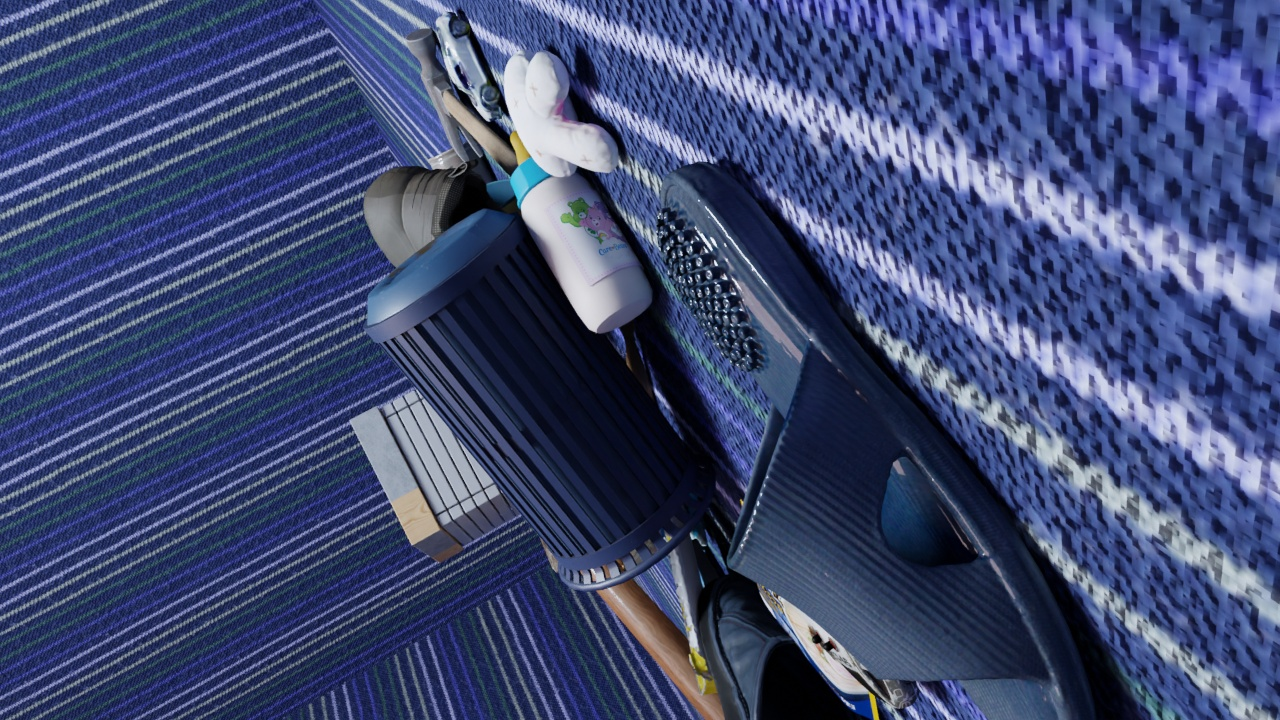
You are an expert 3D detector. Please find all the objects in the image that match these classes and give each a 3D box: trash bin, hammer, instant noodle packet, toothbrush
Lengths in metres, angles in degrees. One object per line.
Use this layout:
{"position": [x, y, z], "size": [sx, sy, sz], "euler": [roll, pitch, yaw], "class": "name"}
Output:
{"position": [-0.148, 0.083, 0.981], "size": [0.142, 0.246, 0.143], "euler": [58, 169, 16], "class": "trash bin"}
{"position": [0.006, 0.249, 0.861], "size": [0.301, 0.037, 0.158], "euler": [44, 156, 25], "class": "hammer"}
{"position": [-0.124, -0.188, 0.796], "size": [0.331, 0.030, 0.119], "euler": [46, 160, 45], "class": "hammer"}
{"position": [-0.071, 0.024, 0.644], "size": [0.249, 0.139, 0.139], "euler": [54, 172, -19], "class": "trash bin"}
{"position": [0.105, 0.155, 0.575], "size": [0.134, 0.026, 0.087], "euler": [47, 159, 53], "class": "instant noodle packet"}
{"position": [-0.004, 0.004, 0.731], "size": [0.016, 0.016, 0.167], "euler": [53, 166, 36], "class": "toothbrush"}

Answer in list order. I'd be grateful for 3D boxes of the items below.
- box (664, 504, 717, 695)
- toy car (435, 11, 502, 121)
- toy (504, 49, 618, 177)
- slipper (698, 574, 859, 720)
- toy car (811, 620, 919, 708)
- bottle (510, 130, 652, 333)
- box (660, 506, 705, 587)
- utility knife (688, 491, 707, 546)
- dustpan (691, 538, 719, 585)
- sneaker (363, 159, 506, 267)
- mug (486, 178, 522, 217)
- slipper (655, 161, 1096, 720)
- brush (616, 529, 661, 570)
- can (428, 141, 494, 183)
{"position": [0.033, 0.167, 0.770], "size": [0.129, 0.034, 0.209], "euler": [71, -174, -60], "class": "box"}
{"position": [-0.136, -0.229, 0.722], "size": [0.090, 0.027, 0.039], "euler": [66, 167, -23], "class": "toy car"}
{"position": [-0.055, -0.142, 0.532], "size": [0.076, 0.037, 0.125], "euler": [62, 169, -24], "class": "toy"}
{"position": [0.111, 0.229, 0.628], "size": [0.109, 0.084, 0.265], "euler": [37, -163, -17], "class": "slipper"}
{"position": [0.103, 0.126, 0.469], "size": [0.113, 0.040, 0.048], "euler": [62, 169, -1], "class": "toy car"}
{"position": [-0.046, -0.089, 0.587], "size": [0.146, 0.051, 0.051], "euler": [59, 170, 11], "class": "bottle"}
{"position": [0.026, 0.181, 1.012], "size": [0.174, 0.033, 0.232], "euler": [57, 168, 15], "class": "box"}
{"position": [0.047, 0.131, 0.818], "size": [0.117, 0.015, 0.022], "euler": [77, 171, -51], "class": "utility knife"}
{"position": [0.114, 0.287, 0.779], "size": [0.257, 0.033, 0.163], "euler": [-110, -6, -53], "class": "dustpan"}
{"position": [-0.112, -0.064, 0.759], "size": [0.143, 0.100, 0.238], "euler": [-10, 117, 34], "class": "sneaker"}
{"position": [-0.130, -0.110, 0.868], "size": [0.113, 0.083, 0.107], "euler": [-115, 0, -60], "class": "mug"}
{"position": [0.059, 0.043, 0.354], "size": [0.263, 0.082, 0.101], "euler": [59, 172, 18], "class": "slipper"}
{"position": [-0.029, 0.108, 0.861], "size": [0.083, 0.056, 0.272], "euler": [46, 158, 39], "class": "brush"}
{"position": [-0.172, -0.164, 0.984], "size": [0.136, 0.054, 0.054], "euler": [64, 169, -17], "class": "can"}
